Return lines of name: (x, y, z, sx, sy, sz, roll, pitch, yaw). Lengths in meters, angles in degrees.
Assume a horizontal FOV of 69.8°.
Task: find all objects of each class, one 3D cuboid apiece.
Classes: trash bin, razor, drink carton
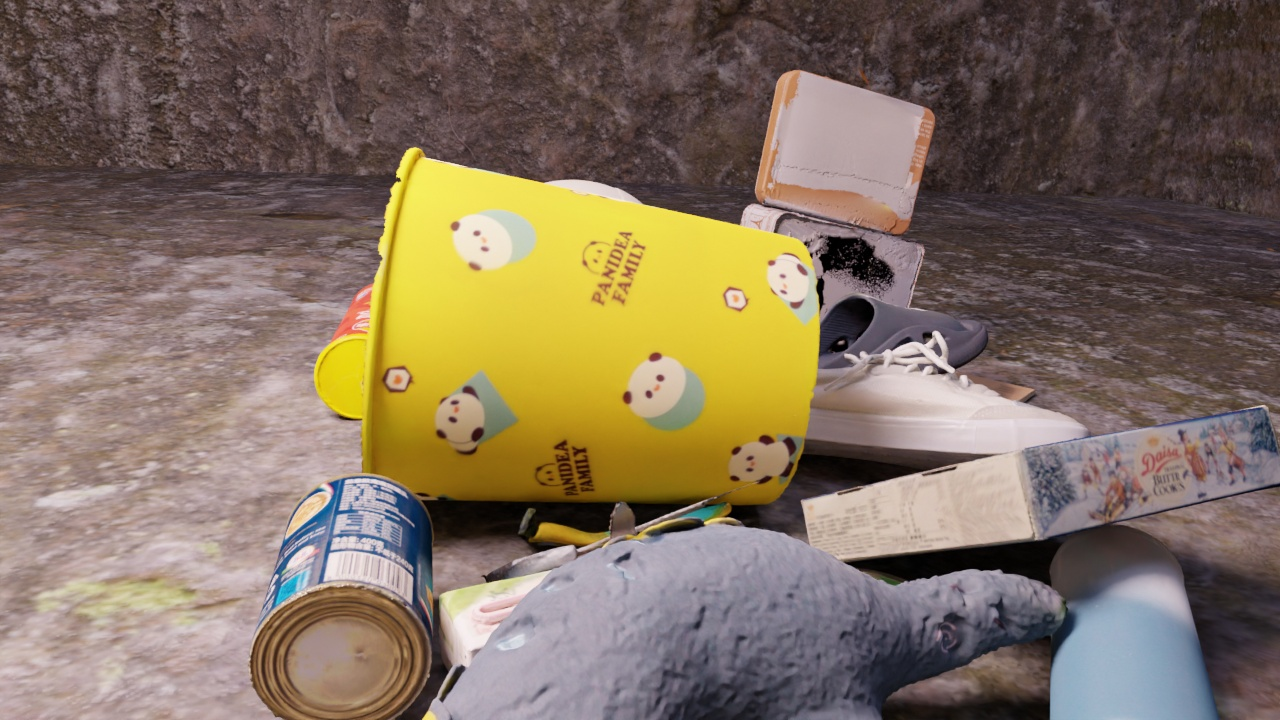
trash bin: (-0.033, -0.008, 0.607, 0.255, 0.230, 0.229, 6, 17, -7)
razor: (-0.008, 0.100, 0.563, 0.132, 0.028, 0.043, -2, -13, -9)
drink carton: (-0.031, 0.127, 0.443, 0.122, 0.045, 0.053, -6, 20, -24)

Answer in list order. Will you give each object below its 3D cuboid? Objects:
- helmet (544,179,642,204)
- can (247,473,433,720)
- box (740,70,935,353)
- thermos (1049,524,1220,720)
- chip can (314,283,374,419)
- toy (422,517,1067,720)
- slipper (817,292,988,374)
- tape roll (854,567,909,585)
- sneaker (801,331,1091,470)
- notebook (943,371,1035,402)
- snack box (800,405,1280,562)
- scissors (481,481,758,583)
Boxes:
helmet: (-0.068, -0.109, 0.948, 0.230, 0.157, 0.274, -2, 1, -10)
can: (-0.135, 0.110, 0.430, 0.075, 0.075, 0.111, -1, 18, -12)
box: (0.194, -0.141, 0.916, 0.177, 0.261, 0.082, 9, 11, -21)
thermos: (0.213, 0.145, 0.396, 0.070, 0.070, 0.219, 10, 19, 21)
chip can: (-0.241, -0.016, 0.834, 0.073, 0.073, 0.216, 0, 17, -9)
toy: (0.021, 0.130, 0.364, 0.355, 0.092, 0.138, -13, 41, -29)
slipper: (0.194, -0.015, 0.807, 0.267, 0.083, 0.111, -17, 8, -24)
tape roll: (0.121, 0.137, 0.488, 0.086, 0.014, 0.085, 2, 17, -1)
sneaker: (0.200, 0.030, 0.680, 0.242, 0.090, 0.089, 4, -15, 17)
notebook: (0.257, 0.021, 0.897, 0.212, 0.012, 0.149, 15, 20, 35)
snack box: (0.214, 0.074, 0.514, 0.182, 0.045, 0.178, -6, -13, -25)
scissors: (-0.013, 0.091, 0.468, 0.159, 0.014, 0.181, -18, -20, 5)
